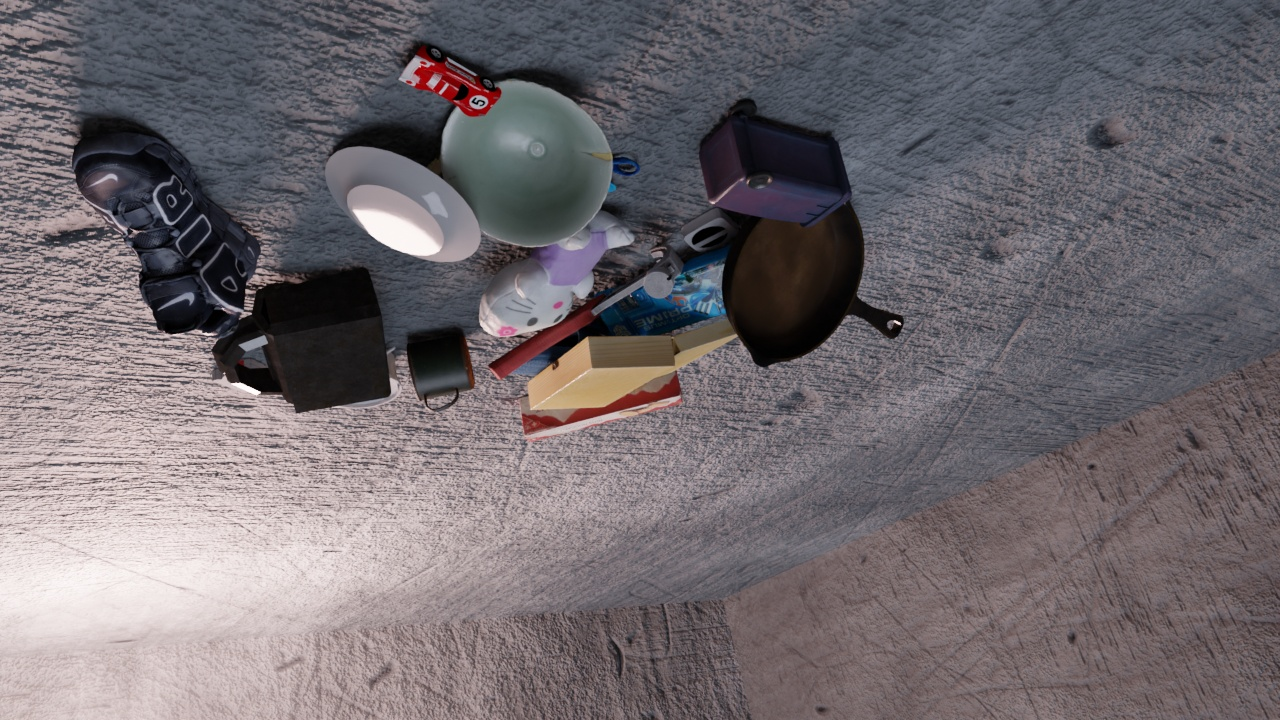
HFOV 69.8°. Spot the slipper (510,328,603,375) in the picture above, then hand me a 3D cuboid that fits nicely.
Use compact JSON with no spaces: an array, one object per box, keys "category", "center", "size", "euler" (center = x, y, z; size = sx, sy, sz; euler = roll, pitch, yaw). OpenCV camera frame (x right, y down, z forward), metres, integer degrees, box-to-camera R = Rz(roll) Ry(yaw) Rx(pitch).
[{"category":"slipper","center":[-0.119,-0.013,1.373],"size":[0.213,0.059,0.104],"euler":[-5,165,-46]}]

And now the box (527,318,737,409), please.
[{"category":"box","center":[-0.009,0.006,1.323],"size":[0.256,0.076,0.248],"euler":[-16,174,-28]}]

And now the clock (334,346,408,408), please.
[{"category":"clock","center":[-0.418,0.030,1.311],"size":[0.159,0.061,0.120],"euler":[-12,155,-5]}]

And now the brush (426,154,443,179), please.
[{"category":"brush","center":[-0.224,-0.180,0.987],"size":[0.049,0.039,0.117],"euler":[13,144,-44]}]

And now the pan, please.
[{"category":"pan","center":[0.240,-0.096,1.231],"size":[0.355,0.043,0.249],"euler":[20,98,-40]}]

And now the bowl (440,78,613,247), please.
[{"category":"bowl","center":[-0.111,-0.207,0.940],"size":[0.174,0.067,0.174],"euler":[4,119,6]}]

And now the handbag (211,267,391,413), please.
[{"category":"handbag","center":[-0.428,-0.017,1.154],"size":[0.199,0.102,0.198],"euler":[-13,149,-19]}]

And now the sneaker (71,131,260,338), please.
[{"category":"sneaker","center":[-0.468,-0.101,0.902],"size":[0.097,0.150,0.253],"euler":[-13,155,3]}]

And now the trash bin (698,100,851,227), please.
[{"category":"trash bin","center":[0.157,-0.214,1.039],"size":[0.160,0.093,0.092],"euler":[4,155,-33]}]

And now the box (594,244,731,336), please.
[{"category":"box","center":[0.077,-0.079,1.286],"size":[0.244,0.075,0.166],"euler":[-18,159,21]}]

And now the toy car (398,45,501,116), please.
[{"category":"toy car","center":[-0.175,-0.256,0.851],"size":[0.089,0.025,0.038],"euler":[24,138,-32]}]

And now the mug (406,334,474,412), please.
[{"category":"mug","center":[-0.280,0.021,1.300],"size":[0.081,0.111,0.085],"euler":[-11,151,-7]}]

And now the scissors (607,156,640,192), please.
[{"category":"scissors","center":[-0.057,-0.225,1.010],"size":[0.073,0.016,0.134],"euler":[-22,149,30]}]

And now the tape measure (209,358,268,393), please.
[{"category":"tape measure","center":[-0.552,0.022,1.277],"size":[0.062,0.020,0.060],"euler":[-21,154,17]}]

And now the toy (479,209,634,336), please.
[{"category":"toy","center":[-0.114,-0.109,1.130],"size":[0.137,0.085,0.210],"euler":[-16,159,-51]}]

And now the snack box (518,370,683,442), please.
[{"category":"snack box","center":[-0.067,0.067,1.546],"size":[0.273,0.076,0.044],"euler":[-14,152,4]}]

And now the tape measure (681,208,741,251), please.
[{"category":"tape measure","center":[0.091,-0.168,1.192],"size":[0.065,0.016,0.064],"euler":[-25,152,24]}]

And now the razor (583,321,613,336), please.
[{"category":"razor","center":[-0.052,-0.046,1.371],"size":[0.140,0.043,0.018],"euler":[18,165,-40]}]

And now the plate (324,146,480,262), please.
[{"category":"plate","center":[-0.252,-0.152,0.956],"size":[0.173,0.019,0.173],"euler":[16,151,9]}]

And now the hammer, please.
[{"category":"hammer","center":[-0.079,-0.057,1.214],"size":[0.316,0.126,0.036],"euler":[-30,109,24]}]
